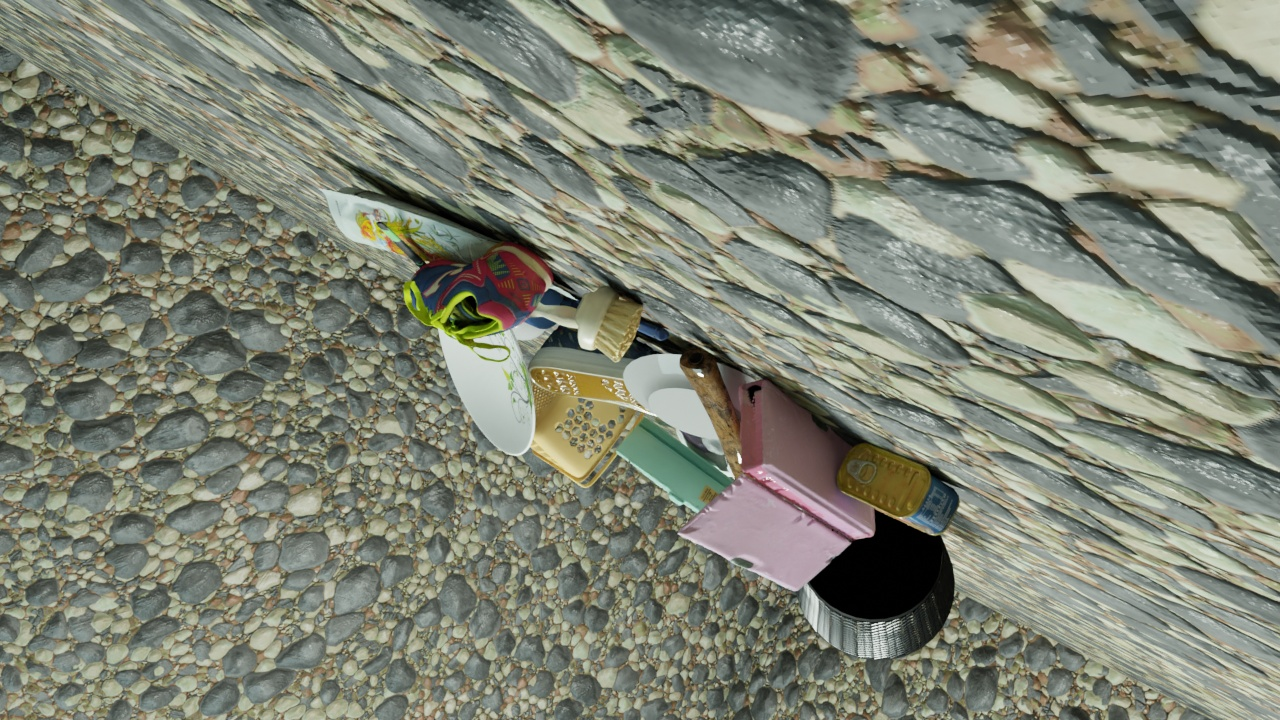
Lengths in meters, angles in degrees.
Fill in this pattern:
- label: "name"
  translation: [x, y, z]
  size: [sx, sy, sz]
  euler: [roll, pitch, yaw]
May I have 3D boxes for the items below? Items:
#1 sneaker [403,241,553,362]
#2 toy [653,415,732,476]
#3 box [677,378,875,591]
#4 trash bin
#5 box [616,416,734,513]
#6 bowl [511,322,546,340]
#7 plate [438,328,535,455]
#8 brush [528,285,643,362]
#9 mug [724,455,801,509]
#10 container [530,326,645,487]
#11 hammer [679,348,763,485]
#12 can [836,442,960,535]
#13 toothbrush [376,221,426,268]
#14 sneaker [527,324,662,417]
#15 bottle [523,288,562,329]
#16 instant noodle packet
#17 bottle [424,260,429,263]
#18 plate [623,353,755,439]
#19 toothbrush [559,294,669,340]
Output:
- label: "sneaker"
  translation: [-0.183, -0.055, 0.902]
  size: [0.116, 0.091, 0.242]
  euler: [39, 154, -26]
- label: "toy"
  translation: [0.087, 0.085, 1.188]
  size: [0.138, 0.085, 0.209]
  euler: [30, 174, 23]
- label: "box"
  translation: [0.151, 0.133, 0.885]
  size: [0.075, 0.172, 0.233]
  euler: [18, 170, 44]
- label: "trash bin"
  translation: [0.295, 0.262, 1.173]
  size: [0.217, 0.216, 0.243]
  euler: [27, 168, 23]
- label: "box"
  translation: [0.064, 0.142, 1.140]
  size: [0.187, 0.056, 0.138]
  euler: [35, -171, 5]
- label: "bowl"
  translation: [-0.195, -0.071, 1.299]
  size: [0.132, 0.064, 0.132]
  euler: [29, 175, 3]
- label: "plate"
  translation: [-0.173, -0.001, 1.074]
  size: [0.229, 0.030, 0.230]
  euler: [36, 137, 42]
- label: "brush"
  translation: [-0.071, -0.044, 0.898]
  size: [0.077, 0.062, 0.272]
  euler: [41, 169, -23]
- label: "mug"
  translation: [0.150, 0.118, 1.042]
  size: [0.124, 0.090, 0.076]
  euler: [57, 175, 19]
- label: "container"
  translation: [-0.059, 0.056, 1.154]
  size: [0.129, 0.183, 0.167]
  euler: [23, 164, 49]
- label: "hammer"
  translation: [0.109, 0.099, 0.934]
  size: [0.120, 0.033, 0.330]
  euler: [10, 147, 29]
- label: "can"
  translation: [0.242, 0.121, 0.865]
  size: [0.059, 0.054, 0.100]
  euler: [30, 176, -36]
- label: "toothbrush"
  translation: [-0.235, -0.104, 0.965]
  size: [0.014, 0.017, 0.188]
  euler: [6, 166, 12]
- label: "sneaker"
  translation: [-0.006, 0.006, 1.023]
  size: [0.236, 0.079, 0.087]
  euler: [11, 150, 12]
- label: "bottle"
  translation: [-0.146, -0.075, 1.088]
  size: [0.131, 0.048, 0.048]
  euler: [24, 173, 47]
- label: "instant noodle packet"
  translation: [-0.206, -0.122, 0.968]
  size: [0.269, 0.057, 0.147]
  euler: [21, 174, 27]
- label: "bottle"
  translation: [-0.271, -0.141, 1.174]
  size: [0.042, 0.042, 0.110]
  euler: [29, 176, 4]
- label: "plate"
  translation: [0.062, 0.048, 0.944]
  size: [0.173, 0.019, 0.173]
  euler: [16, 153, 8]
- label: "toothbrush"
  translation: [-0.032, -0.044, 0.942]
  size: [0.016, 0.017, 0.190]
  euler: [32, 174, -37]
